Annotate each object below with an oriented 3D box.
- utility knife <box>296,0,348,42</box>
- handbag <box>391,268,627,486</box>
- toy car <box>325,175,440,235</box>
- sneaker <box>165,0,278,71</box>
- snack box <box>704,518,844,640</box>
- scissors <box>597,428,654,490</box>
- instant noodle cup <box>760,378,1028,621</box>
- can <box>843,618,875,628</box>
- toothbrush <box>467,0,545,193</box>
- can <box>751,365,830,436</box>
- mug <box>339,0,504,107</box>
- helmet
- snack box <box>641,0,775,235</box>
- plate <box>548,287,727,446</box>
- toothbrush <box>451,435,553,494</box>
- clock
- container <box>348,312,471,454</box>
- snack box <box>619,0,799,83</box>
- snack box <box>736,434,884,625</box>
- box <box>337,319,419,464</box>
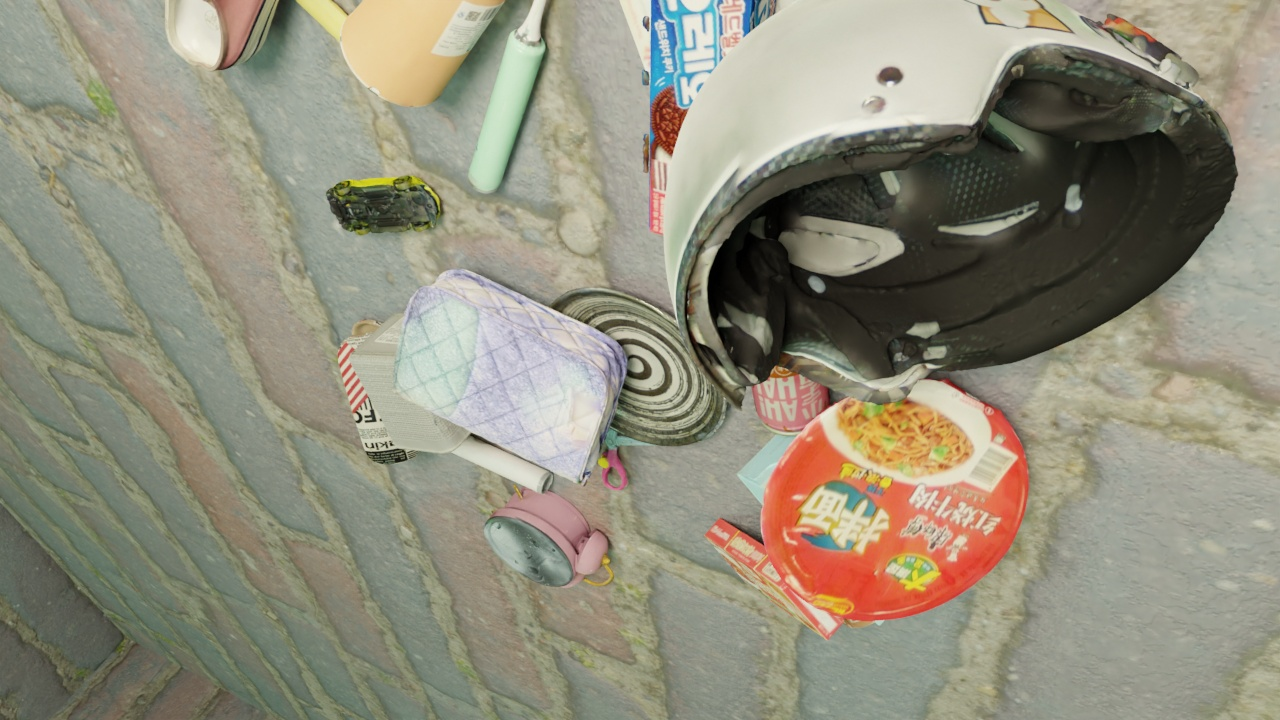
[{"bbox_3d":[-0.268,-0.292,0.670,0.220,0.022,0.031,40,138,-18],"label":"utility knife"},{"bbox_3d":[-0.110,0.013,0.786,0.194,0.075,0.134,26,120,10],"label":"handbag"},{"bbox_3d":[-0.219,-0.136,0.790,0.105,0.032,0.048,1,132,20],"label":"toy car"},{"bbox_3d":[-0.283,-0.288,0.614,0.118,0.087,0.242,37,131,-6],"label":"sneaker"},{"bbox_3d":[0.120,0.199,0.850,0.075,0.025,0.153,49,168,-20],"label":"snack box"},{"bbox_3d":[-0.037,0.076,0.898,0.130,0.017,0.134,27,137,14],"label":"scissors"},{"bbox_3d":[0.177,0.093,0.669,0.194,0.065,0.194,-2,113,-4],"label":"instant noodle cup"},{"bbox_3d":[0.173,0.183,0.822,0.059,0.058,0.116,-21,117,46],"label":"can"},{"bbox_3d":[-0.086,-0.197,0.633,0.026,0.027,0.225,23,143,-8],"label":"toothbrush"},{"bbox_3d":[0.103,-0.015,0.664,0.058,0.057,0.147,9,136,28],"label":"can"},{"bbox_3d":[-0.133,-0.231,0.596,0.078,0.078,0.123,47,136,-15],"label":"mug"},{"bbox_3d":[0.131,-0.094,0.458,0.231,0.273,0.156,118,140,-51],"label":"helmet"},{"bbox_3d":[0.038,-0.160,0.515,0.058,0.057,0.208,17,140,15],"label":"snack box"},{"bbox_3d":[-0.005,0.005,0.792,0.179,0.024,0.180,21,139,19],"label":"plate"},{"bbox_3d":[-0.199,0.094,1.022,0.221,0.026,0.027,22,166,15],"label":"toothbrush"},{"bbox_3d":[-0.099,0.210,1.048,0.158,0.059,0.117,39,141,-3],"label":"clock"},{"bbox_3d":[-0.216,0.018,0.906,0.090,0.090,0.114,1,129,34],"label":"container"},{"bbox_3d":[0.062,-0.206,0.516,0.157,0.026,0.085,3,133,34],"label":"snack box"},{"bbox_3d":[0.162,0.130,0.751,0.175,0.074,0.052,49,170,-18],"label":"snack box"},{"bbox_3d":[-0.271,0.029,0.986,0.075,0.083,0.163,-10,119,-3],"label":"box"}]
